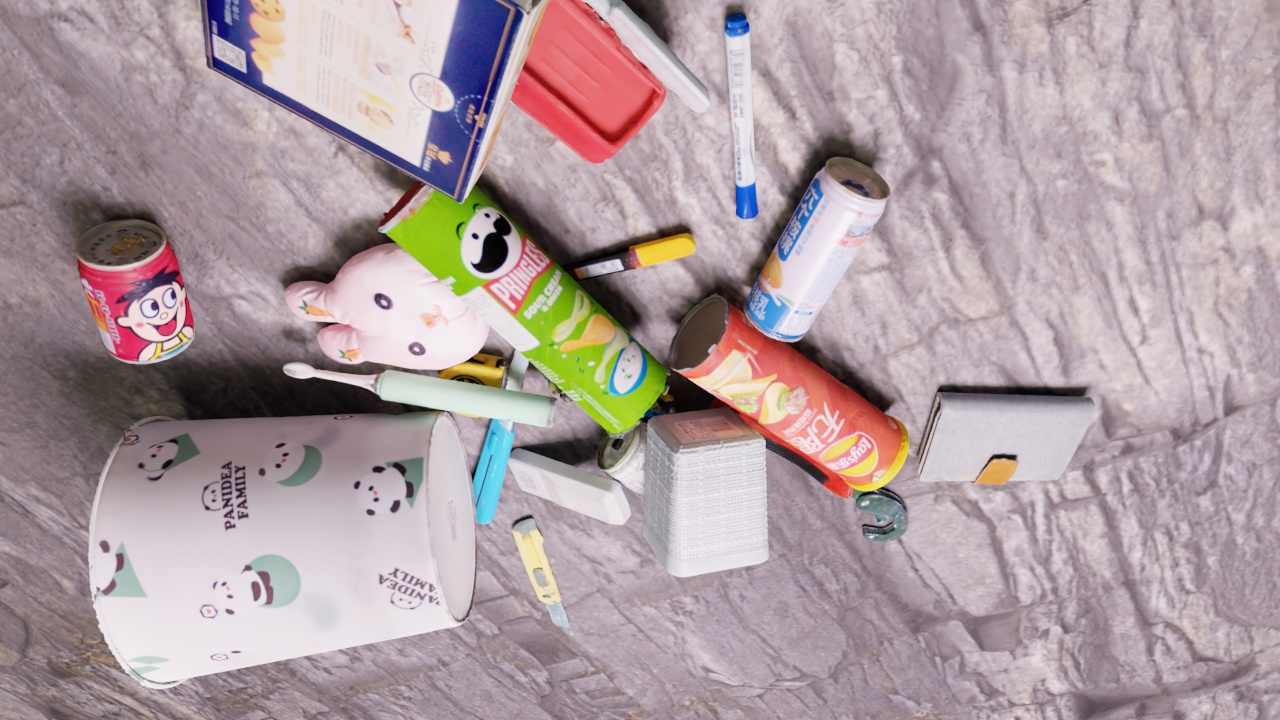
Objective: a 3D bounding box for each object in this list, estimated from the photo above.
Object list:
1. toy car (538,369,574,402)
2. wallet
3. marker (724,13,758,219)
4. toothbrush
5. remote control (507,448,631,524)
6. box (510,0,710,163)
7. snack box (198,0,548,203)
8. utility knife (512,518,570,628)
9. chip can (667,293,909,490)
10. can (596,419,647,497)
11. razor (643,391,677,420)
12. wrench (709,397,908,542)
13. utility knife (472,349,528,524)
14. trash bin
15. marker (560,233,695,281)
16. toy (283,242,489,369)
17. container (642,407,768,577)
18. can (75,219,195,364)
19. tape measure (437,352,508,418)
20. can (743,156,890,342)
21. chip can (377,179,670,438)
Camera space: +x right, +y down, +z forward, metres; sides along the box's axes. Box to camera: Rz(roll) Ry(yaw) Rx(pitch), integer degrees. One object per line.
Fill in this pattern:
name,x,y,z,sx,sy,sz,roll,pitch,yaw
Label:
toy car,-0.066,-0.015,0.747,0.048,0.032,0.105,-24,116,14
wallet,0.320,0.074,0.812,0.130,0.036,0.107,1,132,1
marker,0.069,-0.160,0.619,0.017,0.016,0.146,-4,132,6
toothbrush,-0.179,0.025,0.753,0.224,0.027,0.026,10,92,-5
remote control,-0.067,0.116,0.839,0.125,0.024,0.049,15,139,33
box,-0.061,-0.197,0.532,0.201,0.100,0.110,37,113,-27
snack box,-0.156,-0.192,0.518,0.182,0.045,0.178,27,150,-9
utility knife,-0.105,0.233,0.993,0.031,0.021,0.202,-2,137,11
chip can,0.124,0.030,0.756,0.216,0.073,0.073,32,126,-24
can,0.032,0.109,0.839,0.146,0.058,0.058,34,125,-26
razor,-0.005,0.004,0.770,0.043,0.022,0.143,11,145,43
wrench,0.166,0.101,0.857,0.056,0.016,0.273,-36,123,29
utility knife,-0.128,0.071,0.832,0.018,0.034,0.235,-22,146,-40
trash bin,-0.282,0.146,0.786,0.252,0.229,0.230,-7,132,0
marker,-0.018,-0.076,0.701,0.124,0.015,0.018,-13,130,17
toy,-0.200,-0.036,0.722,0.160,0.054,0.121,-10,132,22
container,0.053,0.105,0.763,0.090,0.090,0.111,-7,109,-16
can,-0.384,-0.053,0.699,0.066,0.066,0.094,6,132,-3
tape measure,-0.144,0.018,0.782,0.057,0.028,0.060,10,125,-6
can,0.126,-0.078,0.667,0.053,0.053,0.135,15,131,-12
chip can,-0.079,-0.041,0.673,0.072,0.072,0.236,-33,115,28
